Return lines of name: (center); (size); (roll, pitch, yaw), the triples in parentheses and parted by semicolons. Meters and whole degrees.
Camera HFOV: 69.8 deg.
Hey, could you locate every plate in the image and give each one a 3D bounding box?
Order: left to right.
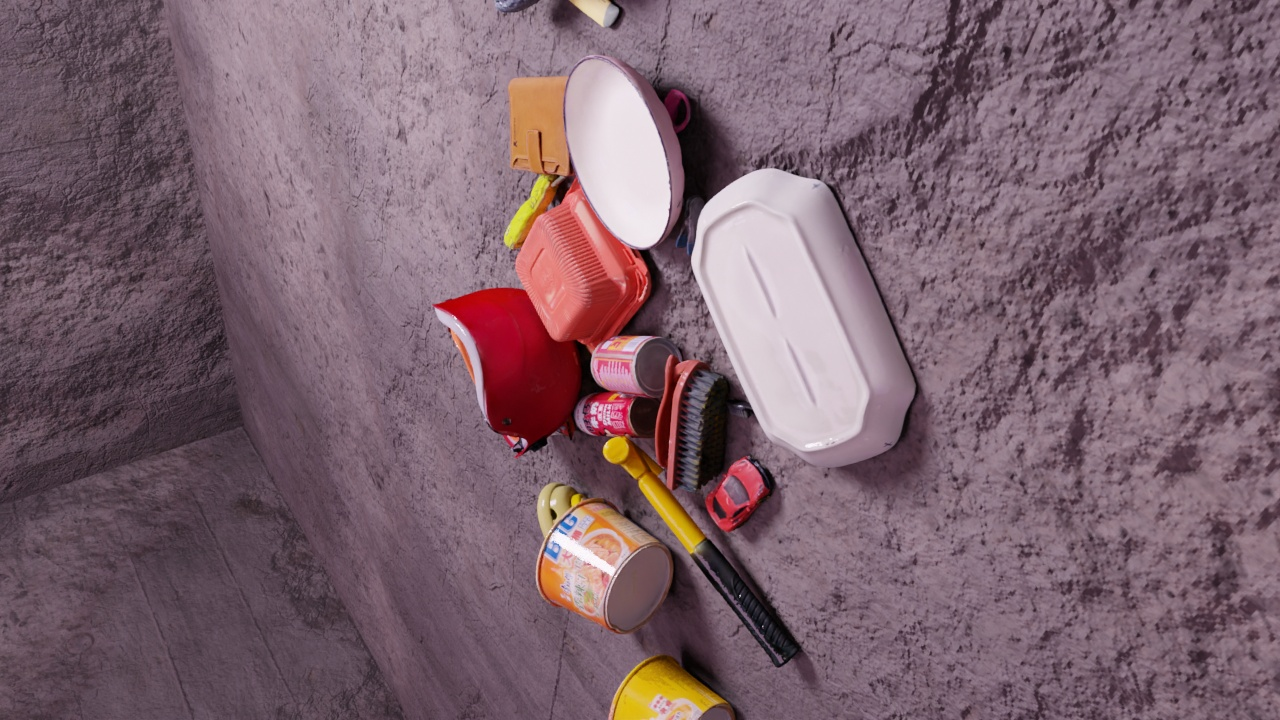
plate: (-0.011, -0.205, 0.902); (0.192, 0.039, 0.193); (45, 149, 37)
plate: (0.126, -0.031, 0.782); (0.162, 0.034, 0.265); (-24, 88, 42)

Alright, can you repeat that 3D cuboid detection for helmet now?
helmet: (-0.149, 0.007, 1.163); (0.207, 0.144, 0.240); (59, 170, 21)

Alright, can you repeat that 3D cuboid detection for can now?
can: (-0.026, 0.064, 1.087); (0.133, 0.053, 0.053); (-4, 104, 57)
can: (-0.006, 0.006, 1.011); (0.094, 0.066, 0.066); (3, 110, 56)

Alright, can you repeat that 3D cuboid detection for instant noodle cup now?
instant noodle cup: (-0.074, -0.100, 1.042); (0.164, 0.078, 0.189); (60, 146, 14)
instant noodle cup: (-0.038, 0.261, 1.142); (0.111, 0.151, 0.151); (22, 125, 41)
instant noodle cup: (0.044, 0.453, 1.139); (0.110, 0.137, 0.138); (17, 122, 43)

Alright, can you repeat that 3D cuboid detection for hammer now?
hammer: (0.065, 0.205, 1.010); (0.300, 0.033, 0.128); (51, -177, 13)

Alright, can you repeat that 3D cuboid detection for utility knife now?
utility knife: (-0.081, -0.392, 0.942); (0.190, 0.020, 0.031); (44, 135, 25)

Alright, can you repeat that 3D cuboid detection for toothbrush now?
toothbrush: (0.146, 0.064, 0.866); (0.190, 0.014, 0.016); (19, 124, 50)

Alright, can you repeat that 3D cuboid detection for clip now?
clip: (0.052, -0.132, 0.887); (0.043, 0.026, 0.058); (41, 135, 49)

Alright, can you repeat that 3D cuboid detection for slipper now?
slipper: (-0.075, 0.253, 1.260); (0.082, 0.091, 0.190); (-23, 75, 19)

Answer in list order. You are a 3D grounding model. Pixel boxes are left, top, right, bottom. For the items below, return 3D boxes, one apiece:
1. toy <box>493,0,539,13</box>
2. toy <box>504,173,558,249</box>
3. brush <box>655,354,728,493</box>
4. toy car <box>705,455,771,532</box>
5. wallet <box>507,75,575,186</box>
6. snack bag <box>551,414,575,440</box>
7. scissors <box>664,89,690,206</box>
toy: (-0.059, -0.419, 0.830); (0.357, 0.091, 0.137); (-44, 58, 54)
toy: (-0.128, -0.174, 1.079); (0.031, 0.096, 0.100); (31, 119, -11)
brush: (0.050, 0.063, 0.964); (0.069, 0.063, 0.146); (24, 127, 32)
toy car: (0.101, 0.141, 0.962); (0.049, 0.031, 0.107); (55, 143, 20)
wallet: (-0.108, -0.260, 1.041); (0.131, 0.035, 0.119); (20, 110, 50)
snack bag: (-0.118, 0.088, 1.267); (0.104, 0.026, 0.048); (-4, 92, 57)
scissors: (0.015, -0.218, 0.903); (0.130, 0.017, 0.134); (50, 147, 25)
